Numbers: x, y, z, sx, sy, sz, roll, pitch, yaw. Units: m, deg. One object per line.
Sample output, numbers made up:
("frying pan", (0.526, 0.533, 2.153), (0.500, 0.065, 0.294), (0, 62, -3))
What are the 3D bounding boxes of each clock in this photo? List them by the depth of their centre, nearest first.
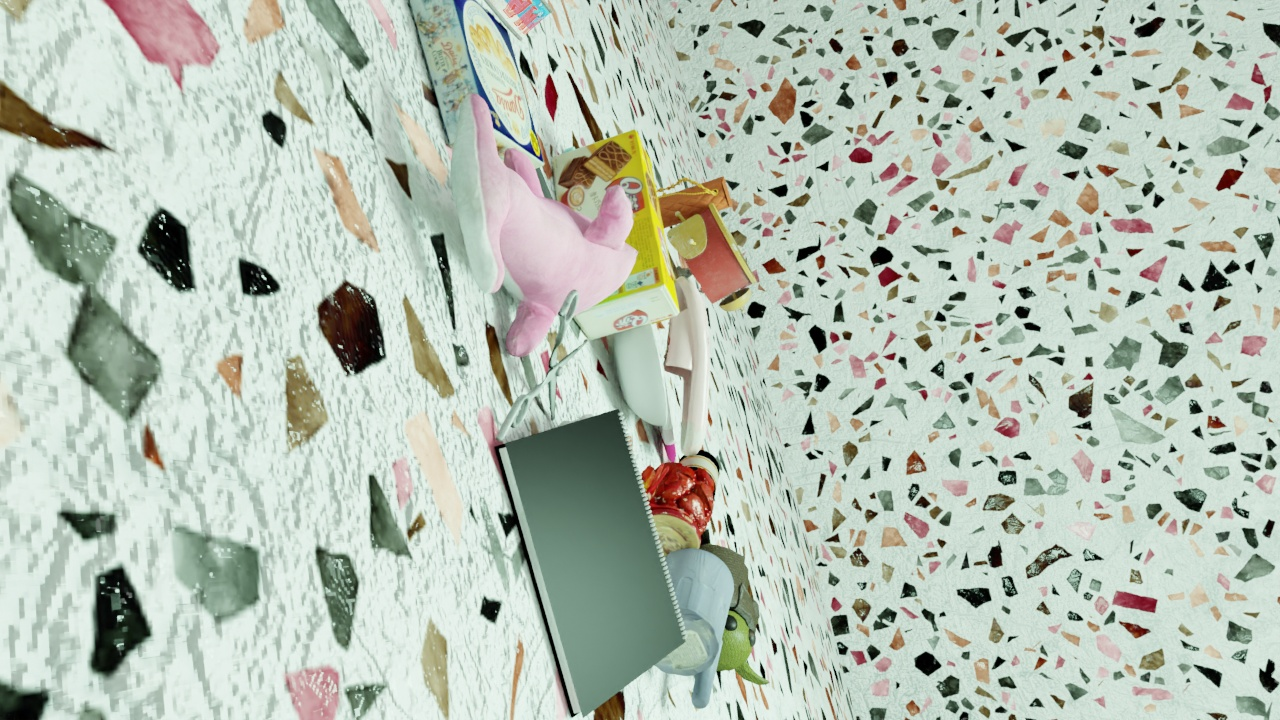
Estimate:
("clock", (0.095, -0.122, 1.200), (0.159, 0.081, 0.117), (53, 13, -38))

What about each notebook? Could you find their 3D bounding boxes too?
("notebook", (-0.033, 0.151, 0.730), (0.148, 0.016, 0.206), (-14, 87, -55))

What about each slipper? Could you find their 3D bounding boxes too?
("slipper", (0.055, 0.008, 1.133), (0.107, 0.055, 0.221), (147, -59, -85))

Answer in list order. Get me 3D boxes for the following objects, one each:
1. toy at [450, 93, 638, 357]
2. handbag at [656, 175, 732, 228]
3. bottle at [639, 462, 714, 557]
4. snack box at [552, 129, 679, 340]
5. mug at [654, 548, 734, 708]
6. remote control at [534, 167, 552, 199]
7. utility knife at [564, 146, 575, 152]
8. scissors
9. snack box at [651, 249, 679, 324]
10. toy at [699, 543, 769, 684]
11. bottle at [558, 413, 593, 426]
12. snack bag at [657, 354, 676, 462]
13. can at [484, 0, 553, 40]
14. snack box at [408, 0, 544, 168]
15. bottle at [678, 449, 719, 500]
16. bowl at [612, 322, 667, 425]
("toy", (-0.069, -0.103, 0.754), (0.265, 0.128, 0.186), (44, 37, -70))
("handbag", (0.034, -0.211, 1.266), (0.108, 0.172, 0.060), (-60, 132, -73))
("bottle", (0.033, 0.154, 0.997), (0.111, 0.099, 0.099), (-66, 139, -56))
("snack box", (-0.030, -0.145, 1.038), (0.062, 0.110, 0.229), (55, 22, -56))
("mug", (0.052, 0.268, 0.918), (0.103, 0.084, 0.124), (-58, 134, -68))
("remote control", (-0.121, -0.217, 0.951), (0.033, 0.015, 0.147), (-81, 152, -64))
("utility knife", (-0.075, -0.191, 1.134), (0.022, 0.015, 0.165), (128, -47, -65))
("scissors", (-0.075, 0.012, 0.747), (0.174, 0.014, 0.142), (-53, 161, -57))
("snack box", (0.002, -0.102, 1.177), (0.126, 0.088, 0.040), (60, 18, -48))
("toy", (0.090, 0.284, 1.060), (0.179, 0.078, 0.152), (40, 26, -26))
("bottle", (-0.042, 0.116, 0.796), (0.044, 0.044, 0.136), (48, 28, -64))
("snack bag", (0.024, 0.047, 1.158), (0.070, 0.016, 0.197), (-109, -172, -51))
("can", (-0.143, -0.379, 0.894), (0.130, 0.044, 0.129), (50, 9, -12))
("snack box", (-0.144, -0.250, 0.826), (0.144, 0.043, 0.145), (-2, 75, -78))
("bottle", (0.067, 0.168, 1.179), (0.181, 0.059, 0.059), (-54, 127, -75))
("bowl", (-0.006, 0.006, 1.064), (0.149, 0.043, 0.149), (168, -89, -83))
